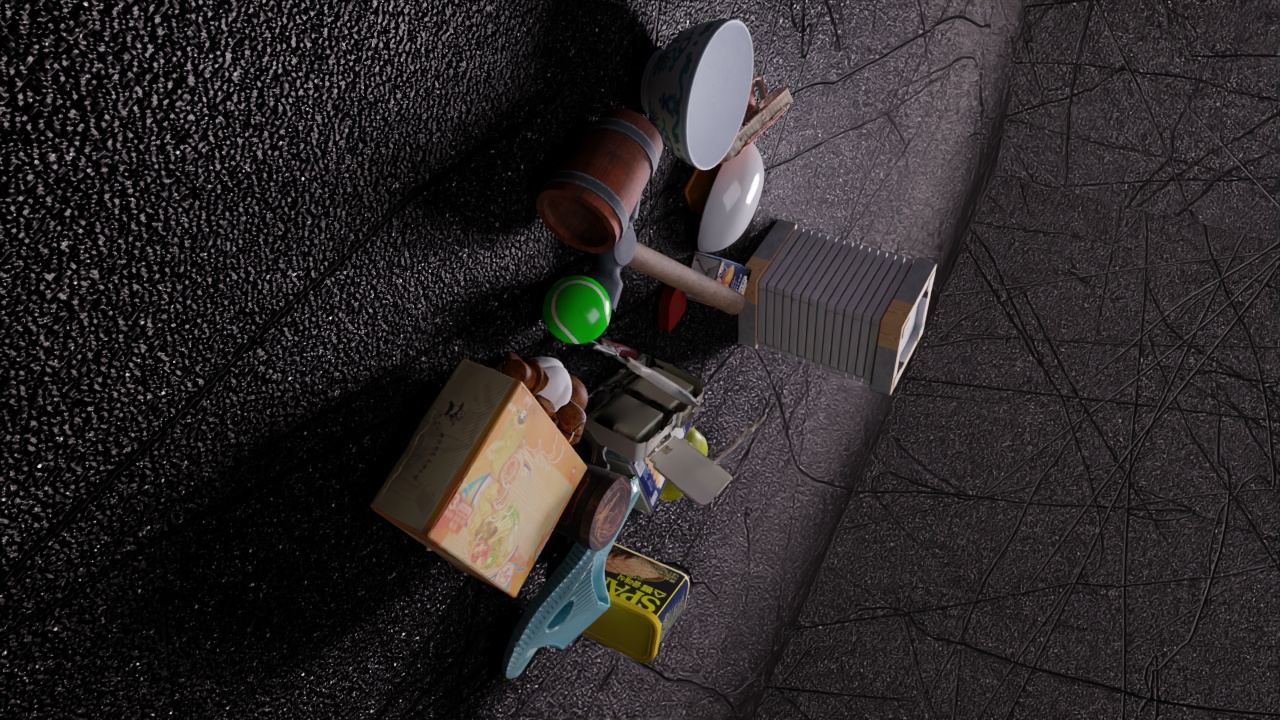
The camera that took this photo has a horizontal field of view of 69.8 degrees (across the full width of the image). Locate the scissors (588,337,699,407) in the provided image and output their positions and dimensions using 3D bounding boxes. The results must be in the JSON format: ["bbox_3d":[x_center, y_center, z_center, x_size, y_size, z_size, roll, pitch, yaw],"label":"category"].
[{"bbox_3d":[-0.009,0.003,0.984,0.015,0.179,0.198,-55,-175,5],"label":"scissors"}]

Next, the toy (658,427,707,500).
[{"bbox_3d":[0.055,0.149,1.304,0.110,0.051,0.090,-62,153,-10],"label":"toy"}]

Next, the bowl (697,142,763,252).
[{"bbox_3d":[0.121,-0.198,1.138,0.149,0.043,0.150,-60,166,-26],"label":"bowl"}]

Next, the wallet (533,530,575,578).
[{"bbox_3d":[-0.092,0.179,1.038,0.089,0.026,0.115,-47,150,-42],"label":"wallet"}]

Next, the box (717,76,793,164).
[{"bbox_3d":[0.120,-0.286,1.074,0.057,0.067,0.186,-38,-172,47],"label":"box"}]

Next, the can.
[{"bbox_3d":[-0.018,0.303,1.169,0.104,0.135,0.075,-39,142,-54],"label":"can"}]

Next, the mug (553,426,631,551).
[{"bbox_3d":[-0.067,0.121,0.942,0.115,0.107,0.080,-62,156,-16],"label":"mug"}]

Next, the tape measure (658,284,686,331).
[{"bbox_3d":[0.039,-0.071,1.128,0.058,0.019,0.051,-54,151,-46],"label":"tape measure"}]

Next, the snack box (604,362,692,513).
[{"bbox_3d":[0.012,0.098,1.158,0.144,0.043,0.144,70,39,-54],"label":"snack box"}]

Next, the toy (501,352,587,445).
[{"bbox_3d":[-0.090,0.030,0.857,0.067,0.087,0.112,-44,150,13],"label":"toy"}]

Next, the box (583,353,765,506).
[{"bbox_3d":[0.031,0.082,1.037,0.143,0.180,0.080,-37,146,-43],"label":"box"}]

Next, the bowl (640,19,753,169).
[{"bbox_3d":[0.048,-0.270,0.913,0.143,0.074,0.144,-47,148,-42],"label":"bowl"}]

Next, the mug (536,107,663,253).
[{"bbox_3d":[-0.035,-0.156,0.839,0.110,0.081,0.118,-62,174,-26],"label":"mug"}]

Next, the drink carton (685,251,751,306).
[{"bbox_3d":[0.103,-0.104,1.215,0.130,0.040,0.064,1,108,-66],"label":"drink carton"}]

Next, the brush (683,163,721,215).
[{"bbox_3d":[0.090,-0.240,1.101,0.126,0.017,0.048,-63,156,-15],"label":"brush"}]

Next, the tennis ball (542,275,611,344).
[{"bbox_3d":[-0.060,-0.048,0.871,0.065,0.065,0.065,-47,148,-42],"label":"tennis ball"}]

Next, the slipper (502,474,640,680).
[{"bbox_3d":[-0.066,0.256,1.049,0.276,0.069,0.116,-57,166,-4],"label":"slipper"}]

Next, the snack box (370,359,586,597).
[{"bbox_3d":[-0.139,0.108,0.809,0.145,0.081,0.195,-61,155,-19],"label":"snack box"}]

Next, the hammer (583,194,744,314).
[{"bbox_3d":[0.044,-0.097,1.045,0.321,0.040,0.129,16,90,-58],"label":"hammer"}]

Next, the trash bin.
[{"bbox_3d":[0.289,-0.083,1.374,0.142,0.247,0.143,-53,152,-33],"label":"trash bin"}]
